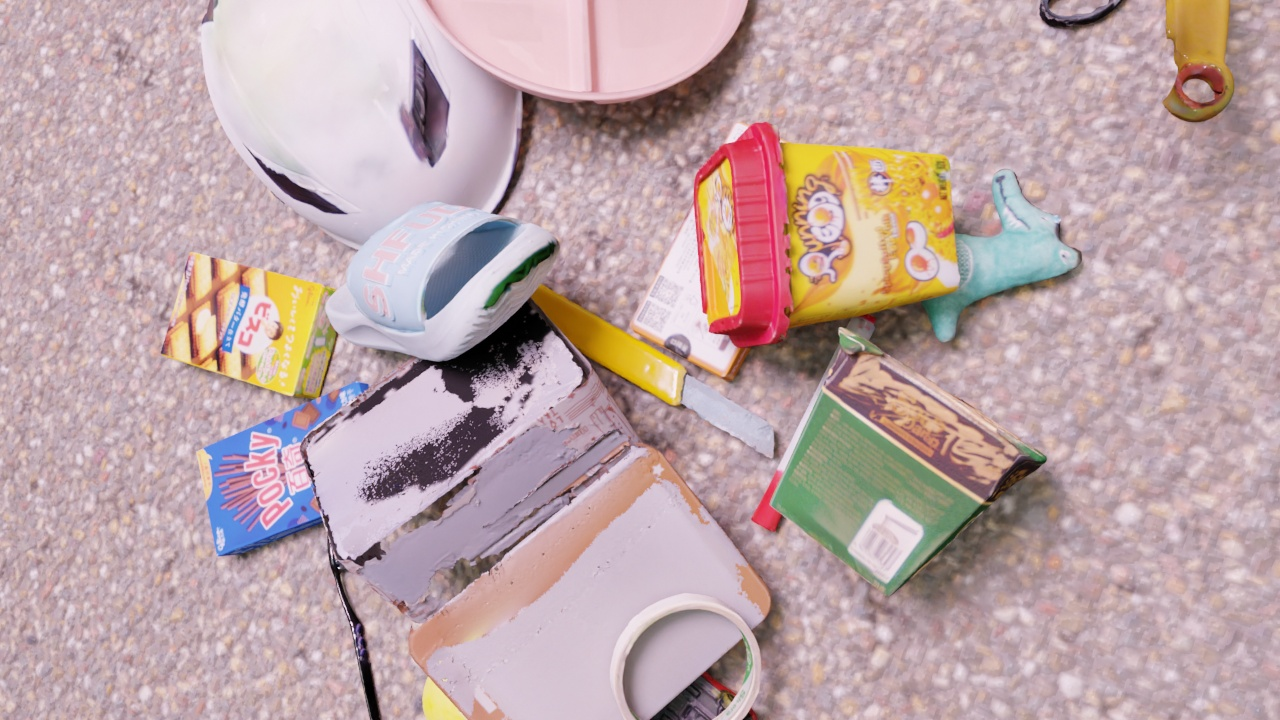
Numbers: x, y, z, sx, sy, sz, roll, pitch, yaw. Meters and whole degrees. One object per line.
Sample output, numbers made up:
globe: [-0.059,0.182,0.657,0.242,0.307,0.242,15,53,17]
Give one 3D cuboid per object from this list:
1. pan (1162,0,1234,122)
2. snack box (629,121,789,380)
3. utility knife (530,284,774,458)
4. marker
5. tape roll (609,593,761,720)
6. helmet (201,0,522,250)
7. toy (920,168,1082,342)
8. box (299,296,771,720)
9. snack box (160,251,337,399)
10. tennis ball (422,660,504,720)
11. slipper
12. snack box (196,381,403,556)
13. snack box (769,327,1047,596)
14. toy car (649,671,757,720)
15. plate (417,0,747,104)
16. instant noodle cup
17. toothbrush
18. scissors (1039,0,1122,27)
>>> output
pan: [0.301,-0.283,0.495,0.198,0.078,0.357,6,81,18]
snack box: [0.061,-0.071,0.591,0.075,0.026,0.154,29,93,21]
utility knife: [-0.004,0.004,0.609,0.223,0.015,0.033,30,92,23]
marker: [0.107,0.037,0.564,0.017,0.017,0.145,27,92,21]
tape roll: [0.026,0.174,0.515,0.085,0.014,0.086,-1,96,-13]
helmet: [-0.207,-0.208,0.644,0.229,0.145,0.258,-26,75,15]
toy: [0.206,-0.064,0.538,0.092,0.030,0.096,-14,70,13]
box: [-0.068,0.095,0.540,0.179,0.136,0.269,-38,71,-6]
snack box: [-0.302,-0.028,0.714,0.140,0.033,0.087,15,88,19]
tennis ball: [-0.106,0.216,0.590,0.065,0.065,0.065,-3,81,19]
slipper: [-0.140,-0.057,0.583,0.246,0.074,0.103,1,41,51]
snack box: [-0.257,0.082,0.684,0.157,0.026,0.084,-22,76,16]
snack box: [0.138,0.061,0.499,0.118,0.117,0.106,36,99,23]
toy car: [0.021,0.204,0.563,0.106,0.031,0.049,34,94,19]
plate: [-0.040,-0.266,0.603,0.229,0.028,0.229,3,73,-9]
instant noodle cup: [0.102,-0.069,0.515,0.123,0.116,0.116,-5,89,-8]
toothbrush: [-0.196,0.211,0.651,0.017,0.014,0.189,-19,76,4]
scissors: [0.307,-0.257,0.536,0.164,0.014,0.164,37,95,19]
